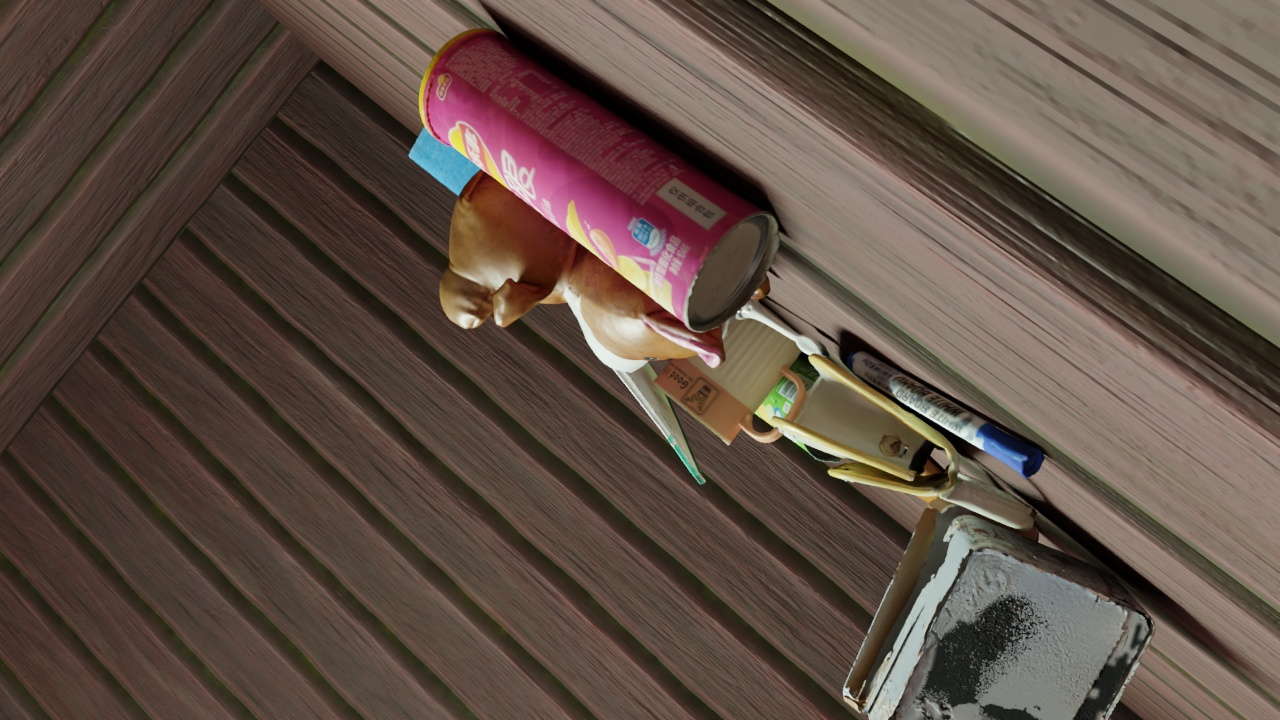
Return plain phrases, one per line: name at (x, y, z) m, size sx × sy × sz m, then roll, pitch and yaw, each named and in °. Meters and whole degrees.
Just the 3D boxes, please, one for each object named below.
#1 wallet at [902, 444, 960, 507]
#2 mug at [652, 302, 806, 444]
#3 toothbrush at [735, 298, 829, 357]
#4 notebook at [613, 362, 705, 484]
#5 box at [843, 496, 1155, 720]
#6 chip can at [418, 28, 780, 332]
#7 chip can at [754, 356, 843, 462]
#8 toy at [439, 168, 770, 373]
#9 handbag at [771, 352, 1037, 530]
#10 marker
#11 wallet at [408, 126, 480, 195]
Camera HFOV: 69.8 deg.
wallet at (0.264, 0.106, 0.901) m, size 0.130 × 0.035 × 0.119 m, roll 40°, pitch 174°, yaw -32°
mug at (0.085, 0.013, 0.763) m, size 0.114 × 0.106 × 0.081 m, roll 39°, pitch -179°, yaw 28°
toothbrush at (0.065, -0.056, 0.718) m, size 0.026 × 0.027 × 0.221 m, roll 10°, pitch -159°, yaw -45°
notebook at (-0.005, 0.005, 0.793) m, size 0.150 × 0.012 × 0.209 m, roll 55°, pitch -175°, yaw -23°
box at (0.248, 0.207, 0.691) m, size 0.151 × 0.182 × 0.168 m, roll 24°, pitch -169°, yaw 7°
chip can at (-0.027, -0.100, 0.492) m, size 0.210 × 0.071 × 0.071 m, roll 39°, pitch 180°, yaw 25°
chip can at (0.123, 0.020, 0.862) m, size 0.072 × 0.072 × 0.236 m, roll 39°, pitch 180°, yaw -26°
toy at (-0.025, -0.049, 0.576) m, size 0.200 × 0.139 × 0.131 m, roll 12°, pitch 130°, yaw 15°
handbag at (0.183, 0.070, 0.625) m, size 0.179 × 0.063 × 0.163 m, roll 32°, pitch -174°, yaw 18°
marker at (0.172, 0.027, 0.536) m, size 0.017 × 0.017 × 0.146 m, roll 39°, pitch -179°, yaw -37°
wallet at (-0.087, -0.139, 0.641) m, size 0.133 × 0.107 × 0.040 m, roll 38°, pitch -142°, yaw -8°
